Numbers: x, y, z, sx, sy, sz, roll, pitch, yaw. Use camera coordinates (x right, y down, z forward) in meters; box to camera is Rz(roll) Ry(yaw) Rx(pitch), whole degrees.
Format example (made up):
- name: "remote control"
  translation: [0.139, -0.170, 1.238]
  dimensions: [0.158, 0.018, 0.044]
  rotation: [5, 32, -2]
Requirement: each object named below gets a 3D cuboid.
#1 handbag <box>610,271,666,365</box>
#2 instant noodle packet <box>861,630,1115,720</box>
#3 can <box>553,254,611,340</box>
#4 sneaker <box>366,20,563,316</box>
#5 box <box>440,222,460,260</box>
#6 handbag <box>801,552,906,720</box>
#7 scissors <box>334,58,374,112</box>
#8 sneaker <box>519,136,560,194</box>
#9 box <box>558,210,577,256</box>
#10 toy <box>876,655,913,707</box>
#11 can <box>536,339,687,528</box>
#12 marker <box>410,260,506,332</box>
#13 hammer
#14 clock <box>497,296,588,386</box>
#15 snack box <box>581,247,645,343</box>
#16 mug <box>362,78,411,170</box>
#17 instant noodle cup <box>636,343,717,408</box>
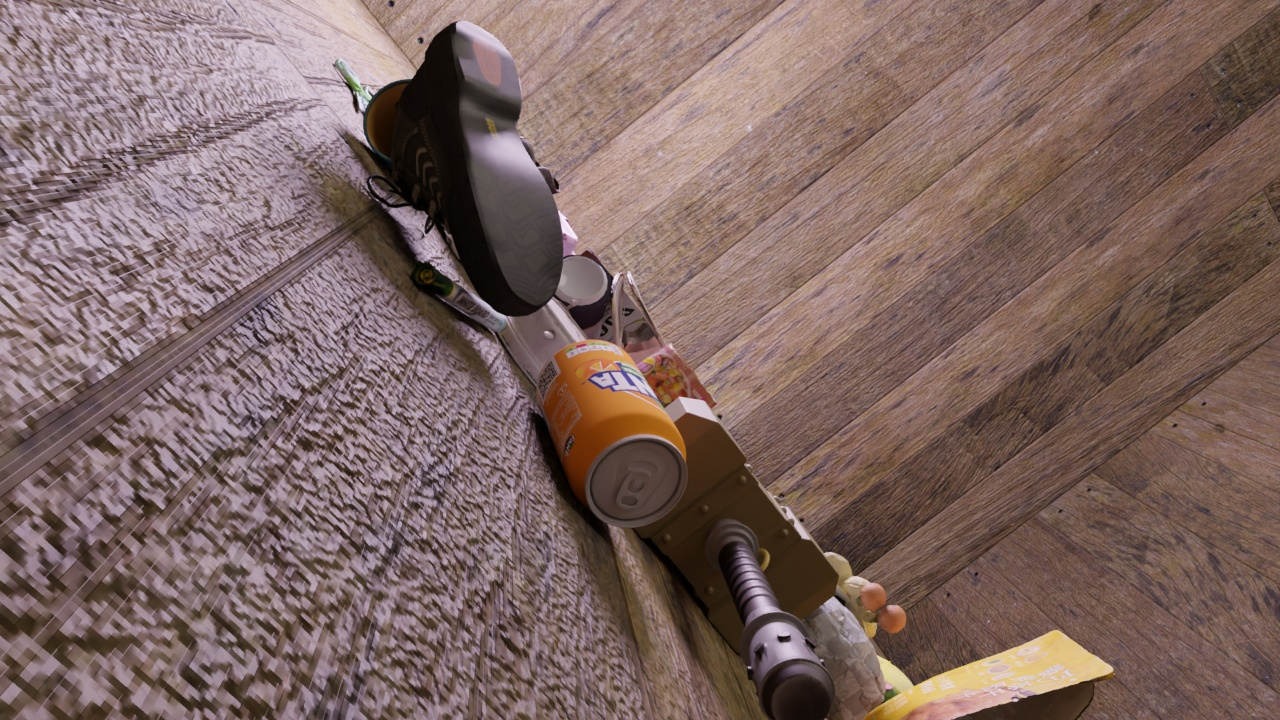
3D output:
- name: "handbag"
  translation: [-0.006, 0.006, 0.975]
  dimensions: [0.200, 0.093, 0.199]
  rotation: [-114, -172, -82]
- name: "instant noodle packet"
  translation: [0.273, 0.300, 0.756]
  dimensions: [0.084, 0.222, 0.163]
  rotation: [56, 5, 12]
- name: "can"
  translation: [-0.068, -0.048, 0.923]
  dimensions: [0.064, 0.064, 0.128]
  rotation: [53, -25, 18]
- name: "sneaker"
  translation: [-0.153, -0.131, 0.718]
  dimensions: [0.101, 0.143, 0.237]
  rotation: [7, 63, -53]
- name: "box"
  translation: [-0.158, -0.112, 0.910]
  dimensions: [0.102, 0.076, 0.107]
  rotation: [47, 3, -42]
- name: "handbag"
  translation: [0.168, 0.240, 0.817]
  dimensions: [0.112, 0.123, 0.171]
  rotation: [58, -3, -6]
- name: "scissors"
  translation: [-0.303, -0.287, 1.019]
  dimensions: [0.078, 0.033, 0.175]
  rotation: [53, 6, -38]
- name: "sneaker"
  translation: [-0.186, -0.224, 1.049]
  dimensions: [0.095, 0.120, 0.234]
  rotation: [54, 6, 35]
- name: "box"
  translation: [-0.132, -0.127, 1.165]
  dimensions: [0.073, 0.150, 0.201]
  rotation: [1, 26, -21]
- name: "toy"
  translation: [0.246, 0.359, 0.965]
  dimensions: [0.190, 0.087, 0.238]
  rotation: [26, -23, 47]
- name: "can"
  translation: [-0.022, 0.047, 0.633]
  dimensions: [0.079, 0.079, 0.142]
  rotation: [50, 3, -30]
- name: "marker"
  translation: [-0.130, -0.044, 0.680]
  dimensions: [0.017, 0.017, 0.146]
  rotation: [53, 3, 16]
- name: "hammer"
  translation: [0.071, 0.148, 0.621]
  dimensions: [0.190, 0.101, 0.324]
  rotation: [51, 3, -9]
- name: "clock"
  translation: [-0.077, -0.022, 0.810]
  dimensions: [0.103, 0.061, 0.156]
  rotation: [50, 5, -28]
- name: "snack box"
  translation: [-0.060, -0.052, 1.067]
  dimensions: [0.031, 0.101, 0.186]
  rotation: [53, 3, 24]
- name: "mug"
  translation: [-0.197, -0.218, 0.875]
  dimensions: [0.084, 0.112, 0.104]
  rotation: [34, -7, 8]
- name: "instant noodle cup"
  translation: [0.007, 0.045, 0.835]
  dimensions: [0.097, 0.108, 0.097]
  rotation: [51, 4, -5]
